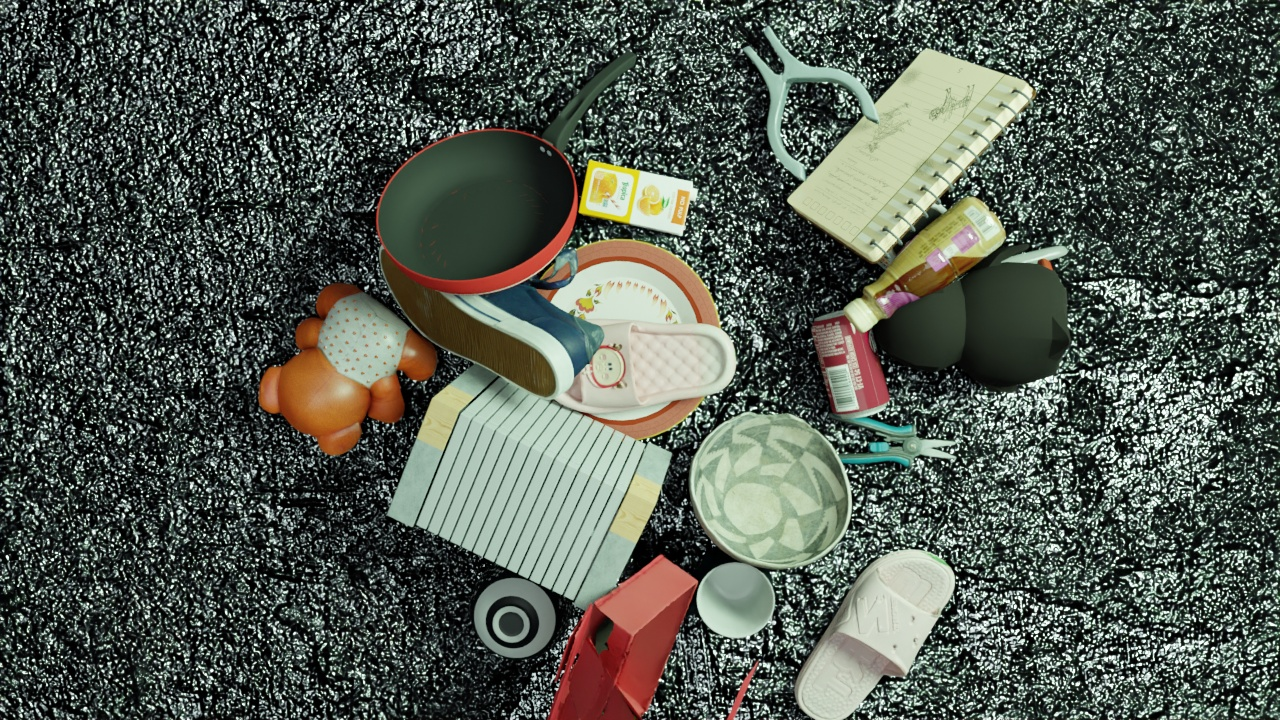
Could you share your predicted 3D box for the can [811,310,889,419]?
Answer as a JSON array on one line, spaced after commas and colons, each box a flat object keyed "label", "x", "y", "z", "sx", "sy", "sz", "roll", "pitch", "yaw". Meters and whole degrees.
[{"label": "can", "x": 0.231, "y": 0.003, "z": 1.010, "sx": 0.063, "sy": 0.063, "sz": 0.114, "roll": -15, "pitch": 94, "yaw": 5}]

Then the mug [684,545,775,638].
[{"label": "mug", "x": 0.089, "y": 0.260, "z": 1.030, "sx": 0.122, "sy": 0.094, "sz": 0.085, "roll": -24, "pitch": 93, "yaw": 6}]

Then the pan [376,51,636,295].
[{"label": "pan", "x": -0.121, "y": -0.207, "z": 0.983, "sx": 0.209, "sy": 0.067, "sz": 0.355, "roll": 34, "pitch": 68, "yaw": 25}]

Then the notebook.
[{"label": "notebook", "x": 0.273, "y": -0.215, "z": 0.946, "sx": 0.225, "sy": 0.167, "sz": 0.024, "roll": -48, "pitch": 129, "yaw": 7}]

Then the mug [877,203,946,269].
[{"label": "mug", "x": 0.289, "y": -0.146, "z": 0.978, "sx": 0.073, "sy": 0.089, "sz": 0.105, "roll": 3, "pitch": 95, "yaw": 4}]

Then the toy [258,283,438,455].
[{"label": "toy", "x": -0.337, "y": 0.012, "z": 1.048, "sx": 0.164, "sy": 0.093, "sz": 0.172, "roll": 38, "pitch": 84, "yaw": -3}]

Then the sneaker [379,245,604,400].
[{"label": "sneaker", "x": -0.160, "y": -0.072, "z": 1.007, "sx": 0.295, "sy": 0.127, "sz": 0.121, "roll": 28, "pitch": 137, "yaw": 25}]

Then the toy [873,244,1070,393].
[{"label": "toy", "x": 0.340, "y": -0.037, "z": 0.957, "sx": 0.184, "sy": 0.140, "sz": 0.159, "roll": 0, "pitch": 107, "yaw": 8}]

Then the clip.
[{"label": "clip", "x": 0.198, "y": -0.294, "z": 0.981, "sx": 0.159, "sy": 0.030, "sz": 0.173, "roll": -20, "pitch": 88, "yaw": 19}]

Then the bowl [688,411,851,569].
[{"label": "bowl", "x": 0.135, "y": 0.152, "z": 1.010, "sx": 0.178, "sy": 0.081, "sz": 0.178, "roll": 4, "pitch": 60, "yaw": -7}]

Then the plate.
[{"label": "plate", "x": -0.023, "y": -0.023, "z": 1.048, "sx": 0.230, "sy": 0.021, "sz": 0.230, "roll": 0, "pitch": 95, "yaw": 4}]

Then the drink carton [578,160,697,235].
[{"label": "drink carton", "x": -0.001, "y": -0.180, "z": 1.022, "sx": 0.122, "sy": 0.040, "sz": 0.058, "roll": 13, "pitch": 96, "yaw": 3}]

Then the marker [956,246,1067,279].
[{"label": "marker", "x": 0.400, "y": -0.107, "z": 1.012, "sx": 0.139, "sy": 0.016, "sz": 0.022, "roll": -15, "pitch": 71, "yaw": 5}]

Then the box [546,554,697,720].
[{"label": "box", "x": -0.046, "y": 0.353, "z": 0.905, "sx": 0.121, "sy": 0.317, "sz": 0.211, "roll": 20, "pitch": 115, "yaw": 4}]

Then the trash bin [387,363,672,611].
[{"label": "trash bin", "x": -0.115, "y": 0.133, "z": 0.997, "sx": 0.247, "sy": 0.142, "sz": 0.143, "roll": 25, "pitch": 108, "yaw": 2}]

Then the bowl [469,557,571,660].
[{"label": "bowl", "x": -0.143, "y": 0.294, "z": 1.065, "sx": 0.120, "sy": 0.066, "sz": 0.120, "roll": 0, "pitch": 95, "yaw": 4}]

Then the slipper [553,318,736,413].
[{"label": "slipper", "x": -0.006, "y": 0.006, "z": 1.009, "sx": 0.222, "sy": 0.055, "sz": 0.107, "roll": -3, "pitch": 97, "yaw": 6}]

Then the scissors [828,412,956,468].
[{"label": "scissors", "x": 0.274, "y": 0.095, "z": 1.038, "sx": 0.148, "sy": 0.019, "sz": 0.123, "roll": -32, "pitch": 88, "yaw": 1}]

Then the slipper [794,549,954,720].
[{"label": "slipper", "x": 0.262, "y": 0.317, "z": 1.038, "sx": 0.094, "sy": 0.064, "sz": 0.239, "roll": 35, "pitch": 98, "yaw": 1}]

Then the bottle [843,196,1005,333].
[{"label": "bottle", "x": 0.276, "y": -0.089, "z": 0.908, "sx": 0.166, "sy": 0.059, "sz": 0.059, "roll": -39, "pitch": 91, "yaw": 8}]
